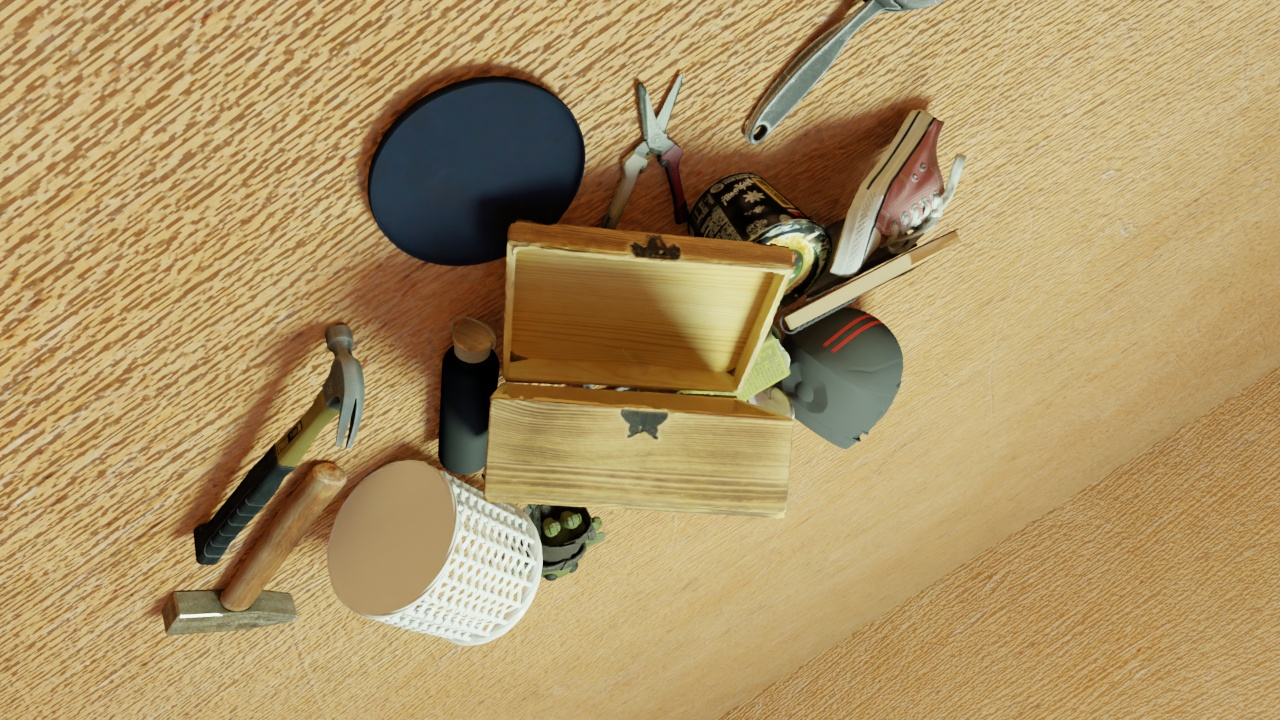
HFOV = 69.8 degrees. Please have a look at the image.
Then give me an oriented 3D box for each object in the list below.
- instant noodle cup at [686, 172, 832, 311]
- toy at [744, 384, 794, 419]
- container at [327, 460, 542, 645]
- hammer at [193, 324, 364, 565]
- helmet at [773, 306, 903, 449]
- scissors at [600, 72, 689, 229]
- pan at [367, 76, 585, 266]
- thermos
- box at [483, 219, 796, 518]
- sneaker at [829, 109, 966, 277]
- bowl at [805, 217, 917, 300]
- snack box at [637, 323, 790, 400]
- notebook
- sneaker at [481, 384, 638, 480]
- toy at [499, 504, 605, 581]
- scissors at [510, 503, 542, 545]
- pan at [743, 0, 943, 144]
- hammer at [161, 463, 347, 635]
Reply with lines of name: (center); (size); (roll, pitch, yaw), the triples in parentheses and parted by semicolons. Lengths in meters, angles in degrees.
instant noodle cup: (0.119, -0.131, 0.992); (0.137, 0.112, 0.137); (-20, 144, -15)
toy: (0.112, 0.065, 1.228); (0.195, 0.159, 0.084); (-37, 128, 21)
container: (-0.247, 0.237, 1.118); (0.189, 0.189, 0.187); (-36, 145, 7)
hammer: (-0.375, 0.111, 0.939); (0.025, 0.117, 0.334); (15, 131, -45)
helmet: (0.273, 0.013, 1.254); (0.170, 0.164, 0.264); (-53, 156, 11)
scissors: (0.008, -0.188, 0.918); (0.179, 0.015, 0.194); (-41, 145, 15)
pan: (-0.103, -0.139, 0.881); (0.199, 0.021, 0.356); (-39, 144, 14)
thermos: (-0.190, 0.036, 1.013); (0.061, 0.061, 0.232); (-13, 143, -25)
box: (-0.007, 0.004, 0.936); (0.279, 0.263, 0.269); (3, 180, -6)
sneaker: (0.284, -0.172, 0.993); (0.240, 0.088, 0.118); (-55, 166, -24)
bowl: (0.251, -0.134, 1.105); (0.145, 0.067, 0.145); (-26, 178, -1)
snack box: (0.094, 0.022, 1.131); (0.181, 0.045, 0.121); (-30, 149, 4)
notebook: (0.266, -0.092, 1.047); (0.168, 0.024, 0.224); (-29, 177, 34)
sneaker: (-0.083, 0.085, 1.153); (0.239, 0.089, 0.124); (-16, 140, -36)
toy: (-0.123, 0.270, 1.357); (0.179, 0.078, 0.153); (-18, 146, -24)
scissors: (-0.141, 0.174, 1.241); (0.157, 0.012, 0.169); (-41, 133, -8)
pan: (0.221, -0.342, 0.862); (0.187, 0.055, 0.358); (11, 124, -46)
hammer: (-0.432, 0.226, 1.095); (0.157, 0.037, 0.302); (12, 128, -46)
